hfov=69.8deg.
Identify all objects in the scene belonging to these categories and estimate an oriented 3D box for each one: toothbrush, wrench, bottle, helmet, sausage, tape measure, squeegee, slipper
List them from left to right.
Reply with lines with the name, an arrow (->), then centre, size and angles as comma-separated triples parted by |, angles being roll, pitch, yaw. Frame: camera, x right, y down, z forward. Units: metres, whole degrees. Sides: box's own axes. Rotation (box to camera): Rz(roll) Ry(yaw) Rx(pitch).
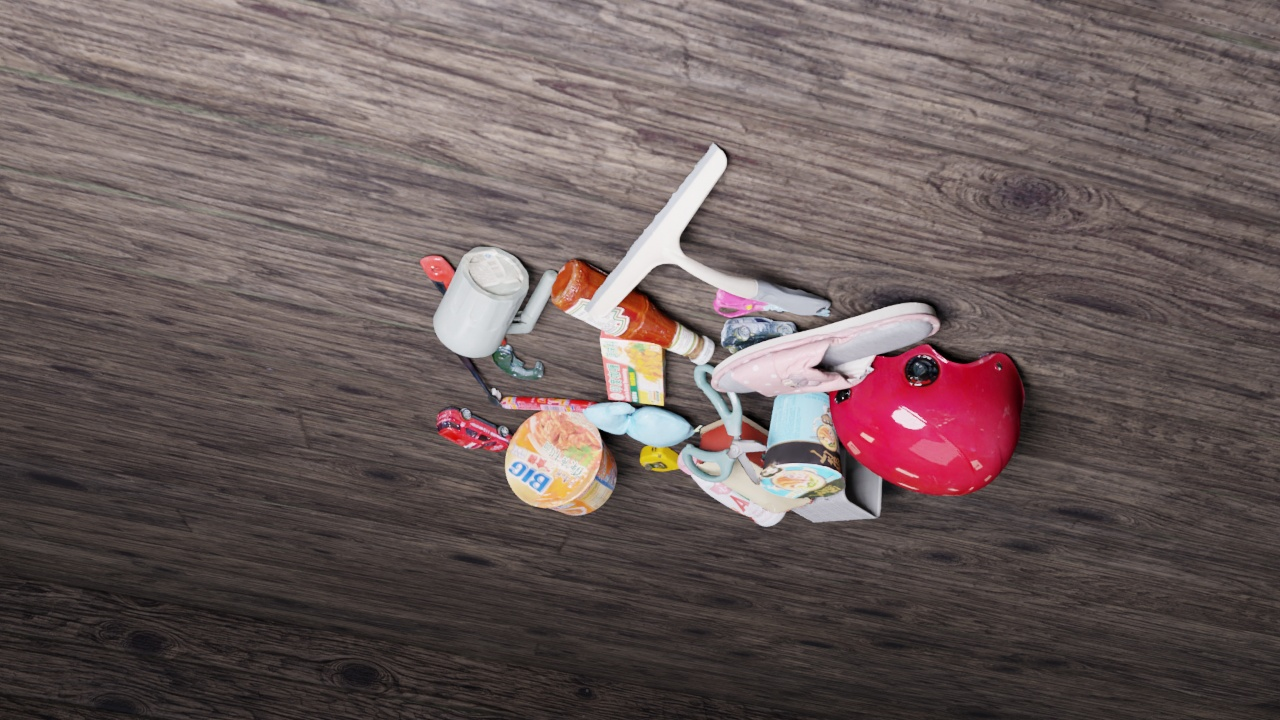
toothbrush -> -0.230, 0.009, 1.252 | 0.016, 0.018, 0.181 | 4, 148, 22
wrench -> -0.197, -0.046, 1.147 | 0.056, 0.016, 0.273 | -7, 147, 19
sausage -> -0.130, 0.063, 1.312 | 0.156, 0.020, 0.020 | 3, 149, 10
bottle -> -0.003, -0.049, 1.050 | 0.206, 0.059, 0.060 | 25, 146, -27
tape measure -> 0.028, 0.153, 1.414 | 0.057, 0.028, 0.060 | -16, 142, 36
bottle -> 0.141, 0.189, 1.413 | 0.197, 0.068, 0.068 | 33, 142, -28
squeegee -> 0.107, -0.081, 0.958 | 0.246, 0.039, 0.247 | 17, 135, -28
slipper -> 0.208, 0.001, 1.050 | 0.275, 0.054, 0.114 | -19, 154, 27
helmet -> 0.339, 0.085, 1.109 | 0.240, 0.143, 0.207 | 6, 152, 7

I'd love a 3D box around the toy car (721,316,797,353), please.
toy car -> 0.138, -0.031, 1.067 | 0.090, 0.034, 0.043 | -2, 152, -9

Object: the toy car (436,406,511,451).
toy car -> -0.255, 0.111, 1.402 | 0.120, 0.045, 0.053 | 26, 147, -30

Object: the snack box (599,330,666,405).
snack box -> -0.007, 0.007, 1.176 | 0.077, 0.027, 0.156 | 6, 150, 7

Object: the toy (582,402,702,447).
toy -> 0.006, 0.088, 1.281 | 0.156, 0.049, 0.161 | 4, 161, 12

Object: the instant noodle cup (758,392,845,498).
instant noodle cup -> 0.210, 0.104, 1.192 | 0.111, 0.120, 0.111 | 6, 151, 3

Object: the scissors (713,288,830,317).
scissors -> 0.149, -0.059, 1.037 | 0.135, 0.017, 0.063 | 9, 147, -7

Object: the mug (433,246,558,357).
mug -> -0.162, -0.067, 1.042 | 0.123, 0.083, 0.104 | -5, 148, -33

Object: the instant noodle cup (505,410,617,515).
instant noodle cup -> -0.108, 0.156, 1.351 | 0.151, 0.151, 0.111 | -3, 156, 19

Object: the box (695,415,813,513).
box -> 0.162, 0.155, 1.286 | 0.168, 0.079, 0.092 | 33, 141, -26

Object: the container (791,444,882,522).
container -> 0.279, 0.184, 1.343 | 0.090, 0.090, 0.115 | 32, 146, -33

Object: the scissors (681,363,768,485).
scissors -> 0.094, 0.091, 1.194 | 0.019, 0.173, 0.170 | -23, 176, -36
